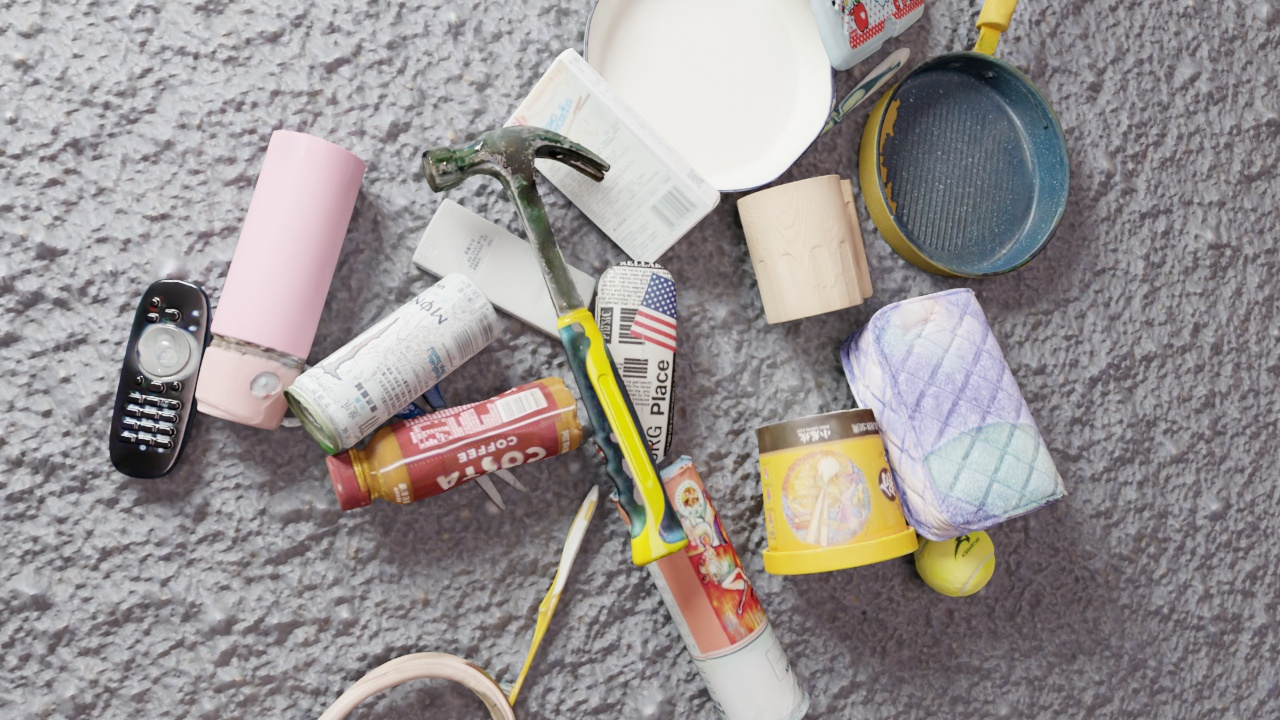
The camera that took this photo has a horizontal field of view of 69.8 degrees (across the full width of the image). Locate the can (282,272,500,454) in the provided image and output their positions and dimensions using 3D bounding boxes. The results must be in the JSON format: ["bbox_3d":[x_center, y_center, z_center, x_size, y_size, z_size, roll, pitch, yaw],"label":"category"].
[{"bbox_3d":[-0.169,0.000,0.637,0.146,0.058,0.058,-40,99,-27],"label":"can"}]

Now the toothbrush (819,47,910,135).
[{"bbox_3d":[0.172,-0.213,0.790,0.191,0.018,0.016,-43,100,-14],"label":"toothbrush"}]

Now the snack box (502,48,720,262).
[{"bbox_3d":[-0.023,-0.149,0.696,0.157,0.085,0.026,43,38,-11],"label":"snack box"}]

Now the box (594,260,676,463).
[{"bbox_3d":[-0.005,0.005,0.717,0.068,0.052,0.164,2,94,-27],"label":"box"}]

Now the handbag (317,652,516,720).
[{"bbox_3d":[-0.175,0.319,0.632,0.193,0.093,0.233,32,74,-12],"label":"handbag"}]

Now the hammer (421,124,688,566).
[{"bbox_3d":[-0.038,-0.015,0.651,0.126,0.032,0.323,-21,88,-20],"label":"hammer"}]

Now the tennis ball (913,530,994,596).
[{"bbox_3d":[0.265,0.166,0.776,0.065,0.065,0.065,1,87,-17],"label":"tennis ball"}]

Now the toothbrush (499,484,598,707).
[{"bbox_3d":[-0.072,0.183,0.701,0.018,0.016,0.191,23,82,-6],"label":"toothbrush"}]

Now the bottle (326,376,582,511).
[{"bbox_3d":[-0.131,0.061,0.655,0.174,0.057,0.057,-16,92,-20],"label":"bottle"}]

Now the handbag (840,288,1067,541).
[{"bbox_3d":[0.253,0.042,0.753,0.134,0.076,0.193,-13,75,-21],"label":"handbag"}]

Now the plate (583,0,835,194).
[{"bbox_3d":[0.054,-0.232,0.734,0.204,0.045,0.205,-1,93,-14],"label":"plate"}]

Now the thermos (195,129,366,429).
[{"bbox_3d":[-0.242,-0.051,0.639,0.087,0.067,0.198,20,80,-44],"label":"thermos"}]

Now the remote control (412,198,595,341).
[{"bbox_3d":[-0.102,-0.067,0.701,0.135,0.019,0.056,27,80,-14],"label":"remote control"}]

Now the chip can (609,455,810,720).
[{"bbox_3d":[0.053,0.183,0.709,0.071,0.071,0.214,-28,95,-16],"label":"chip can"}]

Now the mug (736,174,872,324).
[{"bbox_3d":[0.143,-0.092,0.752,0.124,0.084,0.103,-16,94,-43],"label":"mug"}]

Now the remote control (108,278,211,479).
[{"bbox_3d":[-0.326,0.013,0.627,0.053,0.024,0.136,10,84,-5],"label":"remote control"}]

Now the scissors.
[{"bbox_3d":[-0.159,0.050,0.683,0.132,0.012,0.172,-14,93,-19],"label":"scissors"}]

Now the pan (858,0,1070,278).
[{"bbox_3d":[0.301,-0.249,0.798,0.197,0.078,0.357,8,85,-17],"label":"pan"}]

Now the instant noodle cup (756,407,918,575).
[{"bbox_3d":[0.147,0.101,0.722,0.118,0.119,0.114,-7,81,-17],"label":"instant noodle cup"}]

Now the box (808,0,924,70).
[{"bbox_3d":[0.164,-0.326,0.738,0.161,0.058,0.200,53,46,-6],"label":"box"}]
